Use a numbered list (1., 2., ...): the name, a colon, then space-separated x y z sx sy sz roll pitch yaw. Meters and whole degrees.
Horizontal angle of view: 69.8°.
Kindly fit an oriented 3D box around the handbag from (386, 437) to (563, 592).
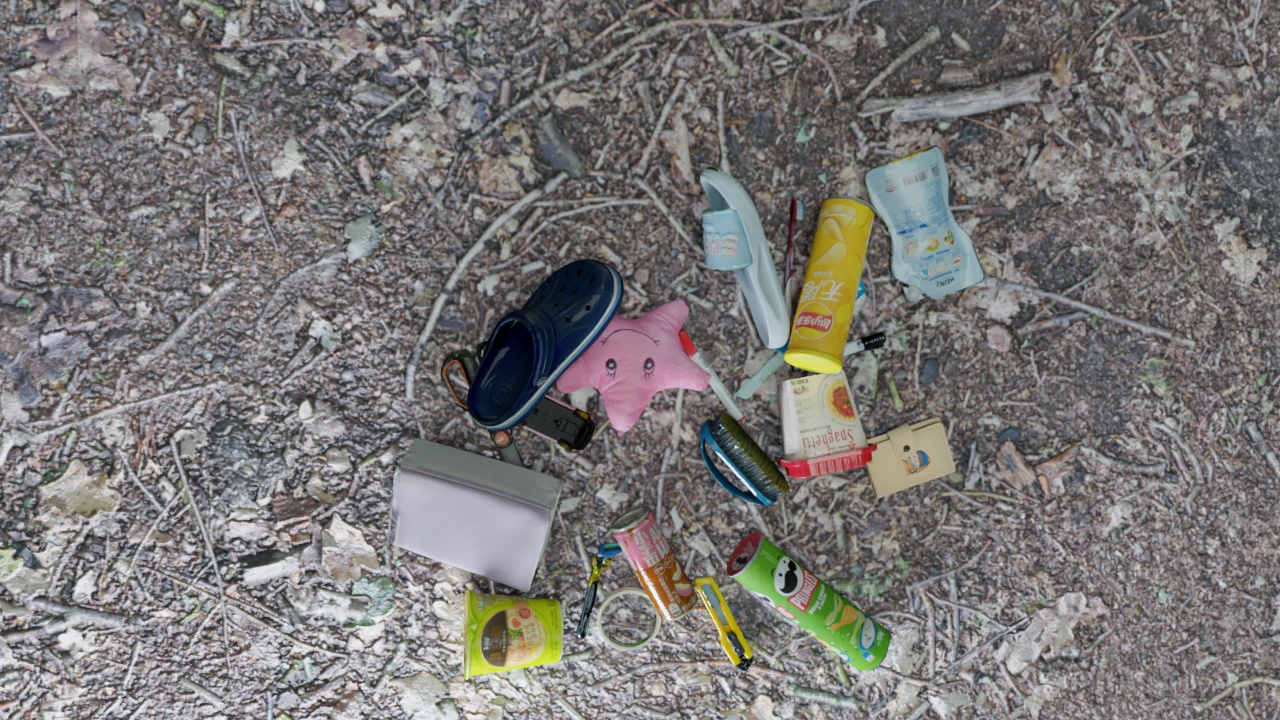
1. handbag: -0.208 0.193 1.149 0.197 0.098 0.145 17 115 -1

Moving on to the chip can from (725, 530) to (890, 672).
1. chip can: 0.227 0.323 1.226 0.236 0.072 0.072 37 93 -9

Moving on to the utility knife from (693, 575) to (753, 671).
1. utility knife: 0.113 0.357 1.249 0.033 0.015 0.156 -28 99 -3

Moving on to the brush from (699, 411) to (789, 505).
1. brush: 0.128 0.136 1.202 0.074 0.055 0.144 -39 100 24

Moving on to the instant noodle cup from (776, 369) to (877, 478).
1. instant noodle cup: 0.229 0.080 1.178 0.116 0.117 0.124 -12 87 -3

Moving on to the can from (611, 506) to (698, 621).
1. can: 0.019 0.268 1.207 0.058 0.058 0.147 -29 99 -1

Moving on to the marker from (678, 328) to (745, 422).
1. marker: 0.091 0.020 1.199 0.017 0.017 0.145 -36 99 0

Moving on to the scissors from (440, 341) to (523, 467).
1. scissors: -0.169 0.082 1.183 0.152 0.021 0.234 -40 99 1

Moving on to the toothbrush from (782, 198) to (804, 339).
1. toothbrush: 0.196 -0.115 1.187 0.017 0.016 0.187 3 94 -15

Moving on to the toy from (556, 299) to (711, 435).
1. toy: -0.007 0.007 1.154 0.194 0.074 0.178 5 82 1

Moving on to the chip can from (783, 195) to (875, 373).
1. chip can: 0.236 -0.094 1.136 0.072 0.072 0.213 17 78 -7

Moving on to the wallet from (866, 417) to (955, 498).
1. wallet: 0.360 0.128 1.235 0.115 0.024 0.087 -18 98 -1

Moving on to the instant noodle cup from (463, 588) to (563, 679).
1. instant noodle cup: -0.164 0.350 1.184 0.123 0.112 0.112 1 98 -13

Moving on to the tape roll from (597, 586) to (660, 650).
1. tape roll: -0.016 0.348 1.237 0.086 0.014 0.086 -1 98 -5

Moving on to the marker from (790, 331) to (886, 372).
1. marker: 0.261 -0.009 1.210 0.130 0.018 0.023 -19 108 -2

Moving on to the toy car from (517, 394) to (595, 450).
1. toy car: -0.116 0.073 1.177 0.122 0.037 0.056 27 88 -11

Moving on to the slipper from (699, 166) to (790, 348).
1. slipper: 0.119 -0.122 1.142 0.074 0.104 0.245 -23 106 -3

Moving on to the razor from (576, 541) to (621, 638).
1. razor: -0.062 0.305 1.225 0.042 0.022 0.143 6 105 -50

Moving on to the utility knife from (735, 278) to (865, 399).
1. utility knife: 0.208 -0.029 1.202 0.225 0.018 0.034 -45 79 3

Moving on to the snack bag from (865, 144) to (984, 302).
1. snack bag: 0.366 -0.172 1.186 0.110 0.039 0.191 -22 101 -7

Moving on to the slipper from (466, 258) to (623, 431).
1. slipper: -0.130 -0.029 1.111 0.105 0.095 0.253 41 94 27
